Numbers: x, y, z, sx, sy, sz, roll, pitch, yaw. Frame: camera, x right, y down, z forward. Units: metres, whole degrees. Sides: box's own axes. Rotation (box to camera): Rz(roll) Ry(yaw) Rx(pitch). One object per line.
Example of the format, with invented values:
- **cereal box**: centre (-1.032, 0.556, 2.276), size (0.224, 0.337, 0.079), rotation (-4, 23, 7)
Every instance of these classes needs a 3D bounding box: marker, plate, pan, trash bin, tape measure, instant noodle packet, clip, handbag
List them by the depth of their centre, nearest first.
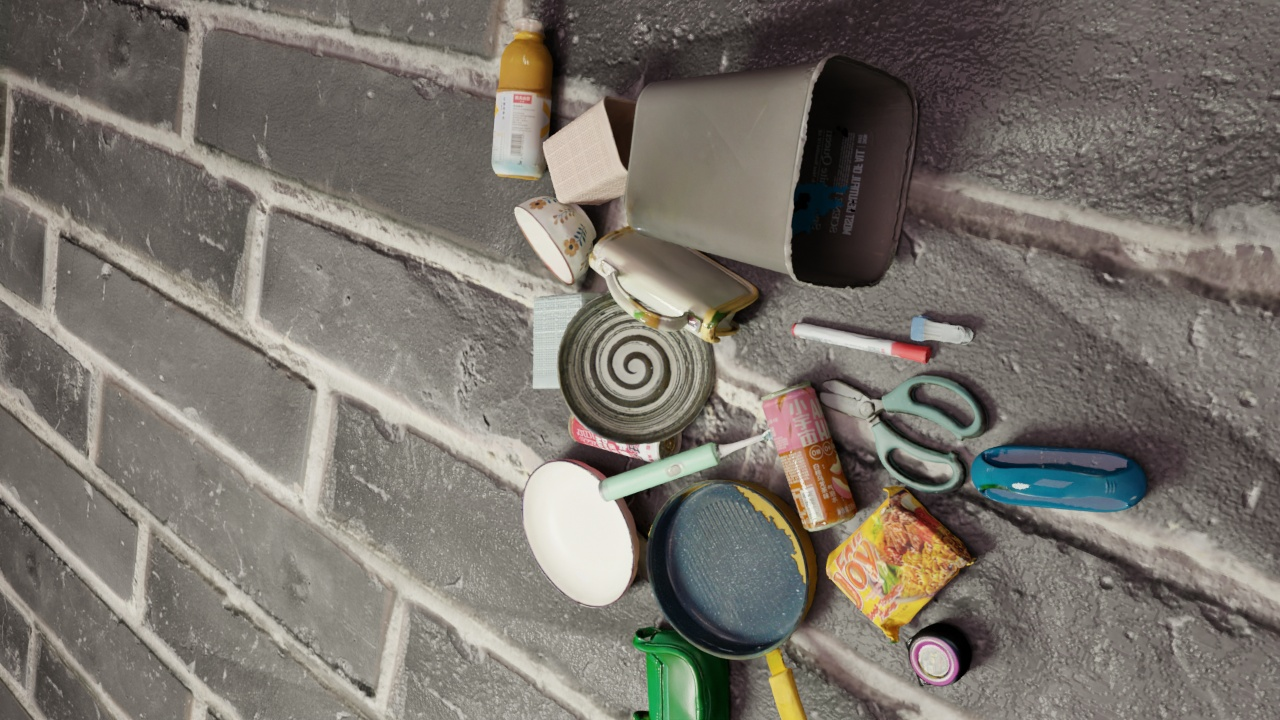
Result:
- **clip**: centre (0.289, -0.028, 0.880), size (0.057, 0.032, 0.025), rotation (12, 100, 42)
- **trash bin**: centre (0.119, -0.182, 0.889), size (0.220, 0.198, 0.199), rotation (15, 102, 41)
- **tape measure**: centre (0.293, 0.287, 0.898), size (0.058, 0.039, 0.057), rotation (-26, 80, 40)
- **instant noodle packet**: centre (0.252, 0.203, 0.916), size (0.111, 0.044, 0.129), rotation (47, 120, 27)
- **marker**: centre (0.221, -0.019, 0.929), size (0.145, 0.017, 0.017), rotation (14, 103, 34)
- **handbag**: centre (0.020, -0.072, 0.963), size (0.163, 0.178, 0.063), rotation (33, 119, 18)
- **pan**: centre (0.129, 0.296, 0.985), size (0.198, 0.078, 0.357), rotation (-38, 74, 28)
- **plate**: centre (-0.006, 0.006, 1.039), size (0.179, 0.024, 0.179), rotation (0, 87, -6)
- **handbag**: centre (0.041, 0.384, 1.072), size (0.120, 0.067, 0.131), rotation (0, 95, 37)
- **plate**: centre (-0.069, 0.210, 1.139), size (0.193, 0.038, 0.192), rotation (14, 112, 38)

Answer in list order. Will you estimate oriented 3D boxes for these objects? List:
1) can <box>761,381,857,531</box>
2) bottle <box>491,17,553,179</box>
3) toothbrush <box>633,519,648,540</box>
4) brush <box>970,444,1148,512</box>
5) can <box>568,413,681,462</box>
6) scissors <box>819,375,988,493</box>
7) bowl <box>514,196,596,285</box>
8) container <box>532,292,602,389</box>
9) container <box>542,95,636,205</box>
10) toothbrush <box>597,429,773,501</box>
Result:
- **can**: centre (0.174, 0.099, 0.951), size (0.058, 0.057, 0.147), rotation (-23, 82, 35)
- **bottle**: centre (-0.143, -0.320, 1.127), size (0.068, 0.067, 0.189), rotation (13, 103, 34)
- **toothbrush**: centre (-0.016, 0.187, 1.125), size (0.181, 0.015, 0.018), rotation (42, 111, 24)
- **brush**: centre (0.362, 0.104, 0.806), size (0.144, 0.073, 0.055), rotation (1, 91, 36)
- **can**: centre (-0.019, 0.085, 1.091), size (0.133, 0.053, 0.053), rotation (12, 102, 34)
- **scissors**: centre (0.250, 0.072, 0.917), size (0.180, 0.019, 0.143), rotation (12, 103, 33)
- **bowl**: centre (-0.094, -0.153, 1.102), size (0.062, 0.113, 0.113), rotation (-39, 66, -13)
- **container**: centre (-0.074, -0.023, 1.099), size (0.090, 0.089, 0.111), rotation (-2, 92, 36)
- **container**: centre (-0.043, -0.234, 1.055), size (0.111, 0.089, 0.090), rotation (-20, 84, 39)
- **toothbrush**: centre (0.056, 0.113, 1.024), size (0.225, 0.027, 0.026), rotation (-21, 102, 16)
